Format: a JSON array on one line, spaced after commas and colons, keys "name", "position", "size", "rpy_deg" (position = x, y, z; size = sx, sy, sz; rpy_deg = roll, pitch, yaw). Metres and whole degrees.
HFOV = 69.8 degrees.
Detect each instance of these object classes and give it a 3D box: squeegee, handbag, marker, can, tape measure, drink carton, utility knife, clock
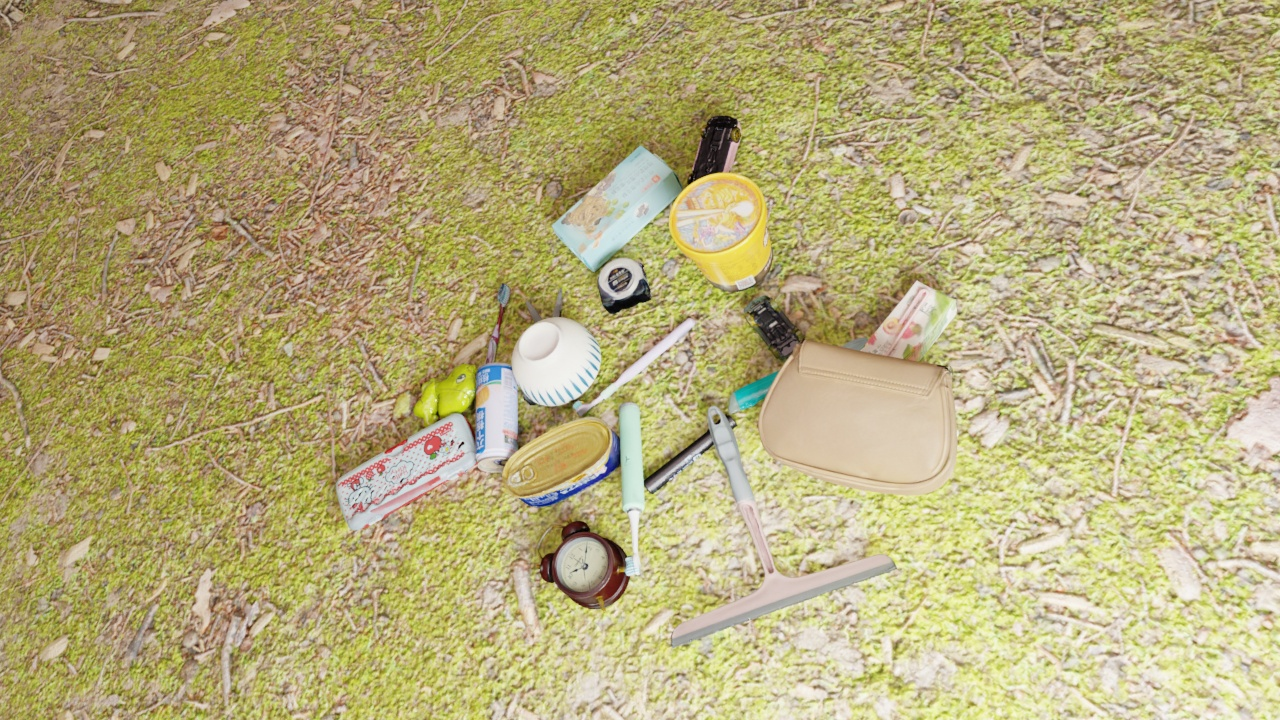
[{"name": "squeegee", "position": [0.120, 0.162, 1.022], "size": [0.248, 0.040, 0.249], "rpy_deg": [-21, 61, 6]}, {"name": "handbag", "position": [0.235, 0.063, 0.981], "size": [0.205, 0.099, 0.147], "rpy_deg": [13, 83, 23]}, {"name": "marker", "position": [0.058, 0.110, 1.085], "size": [0.132, 0.020, 0.022], "rpy_deg": [-39, 44, -1]}, {"name": "can", "position": [-0.185, 0.073, 1.179], "size": [0.053, 0.053, 0.134], "rpy_deg": [-13, 61, 15]}, {"name": "tape measure", "position": [-0.022, -0.101, 1.214], "size": [0.066, 0.033, 0.066], "rpy_deg": [-17, 62, 11]}, {"name": "drink carton", "position": [0.301, -0.029, 1.042], "size": [0.053, 0.045, 0.122], "rpy_deg": [35, 81, 32]}, {"name": "can", "position": [-0.094, 0.125, 1.120], "size": [0.148, 0.049, 0.074], "rpy_deg": [-28, 58, 7]}, {"name": "utility knife", "position": [0.187, 0.016, 1.084], "size": [0.187, 0.013, 0.029], "rpy_deg": [-25, 61, 10]}, {"name": "clock", "position": [-0.067, 0.233, 1.052], "size": [0.122, 0.055, 0.082], "rpy_deg": [30, 79, 28]}]

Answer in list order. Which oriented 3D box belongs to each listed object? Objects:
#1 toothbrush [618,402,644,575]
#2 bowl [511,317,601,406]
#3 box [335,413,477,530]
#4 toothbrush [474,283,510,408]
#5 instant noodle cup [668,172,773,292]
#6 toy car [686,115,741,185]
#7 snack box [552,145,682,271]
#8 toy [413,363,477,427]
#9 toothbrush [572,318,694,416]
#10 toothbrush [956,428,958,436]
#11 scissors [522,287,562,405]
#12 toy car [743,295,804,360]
[{"name": "toothbrush", "position": [-0.009, 0.146, 1.070], "size": [0.027, 0.026, 0.224], "rpy_deg": [-16, 51, 17]}, {"name": "bowl", "position": [-0.115, -0.007, 1.168], "size": [0.117, 0.066, 0.116], "rpy_deg": [-10, 59, 17]}, {"name": "box", "position": [-0.303, 0.146, 1.195], "size": [0.201, 0.047, 0.086], "rpy_deg": [-29, 58, 5]}, {"name": "toothbrush", "position": [-0.204, -0.022, 1.255], "size": [0.016, 0.017, 0.187], "rpy_deg": [1, 66, 21]}, {"name": "instant noodle cup", "position": [0.108, -0.152, 1.139], "size": [0.119, 0.114, 0.118], "rpy_deg": [-9, 61, 17]}, {"name": "toy car", "position": [0.102, -0.275, 1.251], "size": [0.056, 0.037, 0.122], "rpy_deg": [13, 83, 29]}, {"name": "snack box", "position": [-0.031, -0.209, 1.260], "size": [0.175, 0.051, 0.074], "rpy_deg": [-43, 57, -2]}, {"name": "toy", "position": [-0.258, 0.048, 1.231], "size": [0.100, 0.031, 0.096], "rpy_deg": [4, 68, 34]}, {"name": "toothbrush", "position": [-0.007, 0.007, 1.164], "size": [0.189, 0.029, 0.021], "rpy_deg": [-38, 98, -2]}, {"name": "toothbrush", "position": [0.259, 0.064, 1.030], "size": [0.190, 0.029, 0.020], "rpy_deg": [11, 29, 24]}, {"name": "scissors", "position": [-0.118, -0.016, 1.224], "size": [0.178, 0.014, 0.159], "rpy_deg": [29, 76, 32]}, {"name": "toy car", "position": [0.162, -0.038, 1.107], "size": [0.043, 0.036, 0.091], "rpy_deg": [-34, 57, 1]}]
